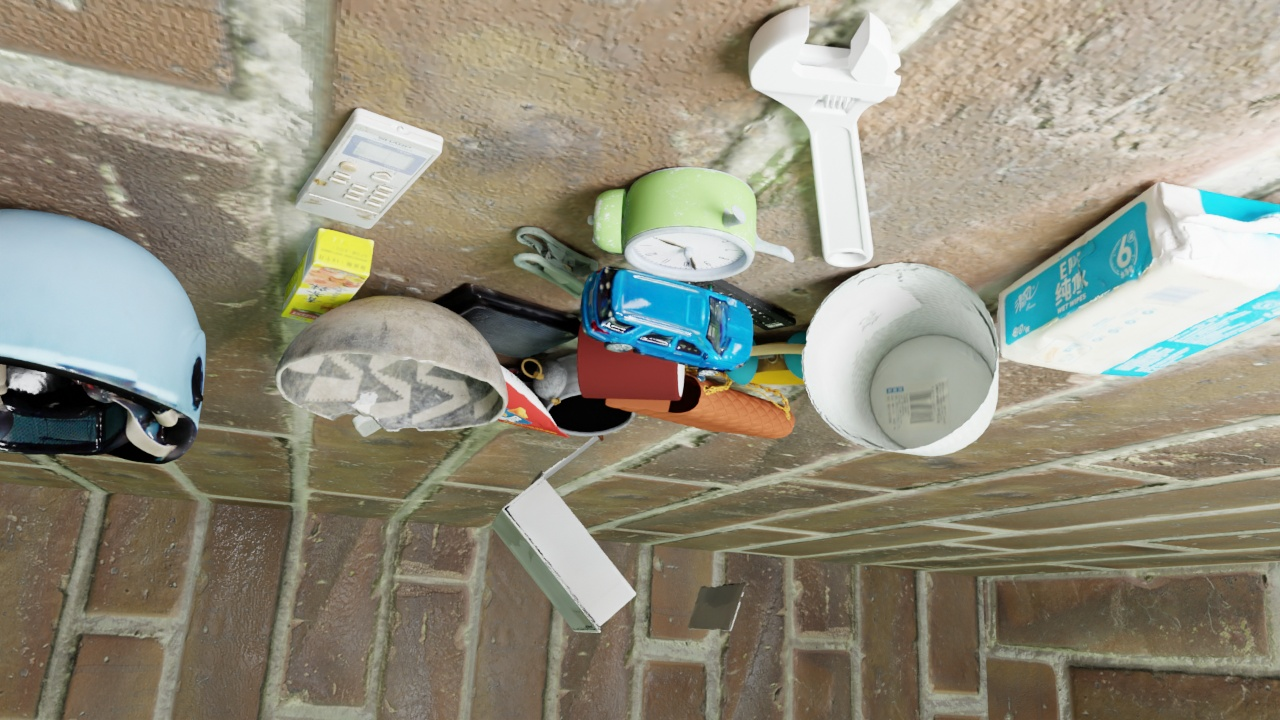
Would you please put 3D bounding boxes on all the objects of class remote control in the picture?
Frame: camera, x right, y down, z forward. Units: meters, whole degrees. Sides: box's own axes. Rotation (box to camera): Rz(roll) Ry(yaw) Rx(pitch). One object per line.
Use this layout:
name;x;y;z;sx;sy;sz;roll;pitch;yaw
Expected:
remote control;0.073;-0.048;0.722;0.030;0.009;0.140;-11;158;40
remote control;-0.168;-0.112;0.556;0.050;0.011;0.136;14;161;-30

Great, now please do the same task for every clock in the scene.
clock;0.024;-0.080;0.566;0.120;0.042;0.094;-7;159;32
clock;-0.061;0.029;0.916;0.104;0.056;0.147;-28;142;32
clock;0.129;0.001;0.823;0.099;0.043;0.129;-5;169;27

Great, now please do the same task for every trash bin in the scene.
trash bin;0.210;0.012;0.702;0.133;0.133;0.161;-4;167;25

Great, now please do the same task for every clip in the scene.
clip;-0.251;0.048;1.040;0.144;0.075;0.125;-4;162;-8
clip;-0.060;-0.069;0.649;0.023;0.045;0.076;-10;158;35

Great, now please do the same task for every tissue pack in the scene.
tissue pack;0.325;-0.045;0.580;0.117;0.066;0.210;7;162;-8

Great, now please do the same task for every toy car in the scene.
toy car;0.021;-0.025;0.581;0.120;0.056;0.044;14;160;-27

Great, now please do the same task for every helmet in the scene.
helmet;-0.427;-0.019;0.651;0.225;0.166;0.266;8;165;-23

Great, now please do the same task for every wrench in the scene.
wrench;0.109;-0.106;0.509;0.066;0.018;0.273;0;164;15

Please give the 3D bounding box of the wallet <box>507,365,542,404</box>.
wallet;-0.105;0.031;1.000;0.119;0.031;0.100;5;163;-24

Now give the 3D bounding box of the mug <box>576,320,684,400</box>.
mug;-0.005;0.005;0.789;0.082;0.073;0.106;1;150;8

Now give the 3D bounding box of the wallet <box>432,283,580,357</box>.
wallet;-0.120;-0.031;0.794;0.114;0.026;0.089;16;158;-35

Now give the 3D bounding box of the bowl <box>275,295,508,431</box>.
bowl;-0.193;-0.005;0.733;0.178;0.081;0.179;1;160;0

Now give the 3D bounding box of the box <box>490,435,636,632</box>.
box;-0.049;0.110;1.062;0.172;0.379;0.168;23;161;-7

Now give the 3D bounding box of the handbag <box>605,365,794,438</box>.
handbag;0.065;0.036;0.897;0.109;0.060;0.171;9;174;39

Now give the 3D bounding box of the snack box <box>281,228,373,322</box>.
snack box;-0.245;-0.061;0.712;0.040;0.029;0.148;13;161;-27

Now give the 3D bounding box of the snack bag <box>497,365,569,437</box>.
snack bag;-0.152;0.026;0.899;0.131;0.039;0.144;6;150;50
